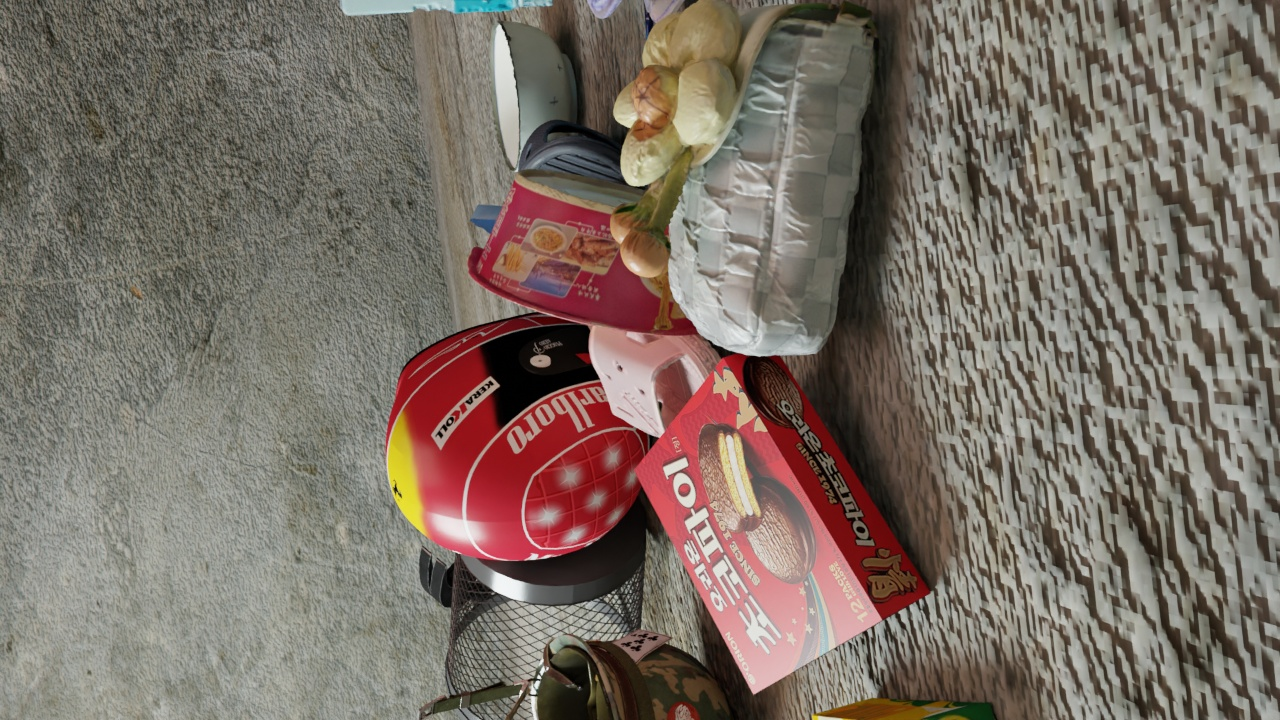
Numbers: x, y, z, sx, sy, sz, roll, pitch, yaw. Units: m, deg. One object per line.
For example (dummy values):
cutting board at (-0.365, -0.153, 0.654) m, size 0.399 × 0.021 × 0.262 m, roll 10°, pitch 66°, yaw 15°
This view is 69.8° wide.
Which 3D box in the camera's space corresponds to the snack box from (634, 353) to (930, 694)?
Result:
snack box at (0.069, 0.092, 0.518) m, size 0.152 × 0.035 × 0.133 m, roll 61°, pitch 145°, yaw 21°

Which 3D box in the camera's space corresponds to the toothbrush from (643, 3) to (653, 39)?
toothbrush at (0.014, -0.222, 0.685) m, size 0.016 × 0.017 × 0.189 m, roll -112°, pitch 16°, yaw -69°

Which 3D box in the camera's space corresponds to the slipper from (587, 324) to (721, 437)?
slipper at (-0.004, 0.004, 0.704) m, size 0.239 × 0.064 × 0.094 m, roll 42°, pitch 155°, yaw 52°

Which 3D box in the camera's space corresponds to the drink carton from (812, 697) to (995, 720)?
drink carton at (0.133, 0.204, 0.459) m, size 0.123 × 0.041 × 0.058 m, roll 124°, pitch 135°, yaw -68°

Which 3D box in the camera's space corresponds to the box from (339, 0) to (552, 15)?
box at (-0.117, -0.300, 0.702) m, size 0.117 × 0.226 × 0.097 m, roll 119°, pitch 140°, yaw -63°

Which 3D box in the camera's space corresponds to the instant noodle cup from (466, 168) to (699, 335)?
instant noodle cup at (-0.026, -0.083, 0.649) m, size 0.178 × 0.178 × 0.078 m, roll -131°, pitch 52°, yaw -62°

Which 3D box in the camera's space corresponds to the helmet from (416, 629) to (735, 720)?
helmet at (-0.036, 0.317, 0.731) m, size 0.192 × 0.236 × 0.225 m, roll -127°, pitch 21°, yaw -50°

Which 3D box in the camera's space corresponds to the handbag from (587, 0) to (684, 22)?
handbag at (0.005, -0.314, 0.584) m, size 0.127 × 0.069 × 0.158 m, roll -36°, pitch 64°, yaw 56°

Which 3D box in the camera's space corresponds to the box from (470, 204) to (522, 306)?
box at (-0.070, -0.095, 0.852) m, size 0.210 × 0.047 × 0.122 m, roll 14°, pitch 139°, yaw 46°

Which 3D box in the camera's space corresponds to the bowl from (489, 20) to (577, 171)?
bowl at (-0.112, -0.280, 0.972) m, size 0.153 × 0.072 × 0.153 m, roll 171°, pitch 90°, yaw -74°

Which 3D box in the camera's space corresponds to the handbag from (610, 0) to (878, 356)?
handbag at (0.045, -0.086, 0.457) m, size 0.112 × 0.123 × 0.172 m, roll -145°, pitch 54°, yaw -60°

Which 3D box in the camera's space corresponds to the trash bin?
trash bin at (-0.097, 0.251, 0.973) m, size 0.217 × 0.217 × 0.228 m, roll -120°, pitch 31°, yaw -52°

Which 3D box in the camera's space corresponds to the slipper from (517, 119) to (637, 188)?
slipper at (-0.067, -0.174, 0.857) m, size 0.264 × 0.101 × 0.082 m, roll 160°, pitch 125°, yaw -70°

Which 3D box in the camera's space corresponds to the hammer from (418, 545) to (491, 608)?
hammer at (-0.146, 0.143, 1.050) m, size 0.040 × 0.305 × 0.132 m, roll 30°, pitch 178°, yaw 28°

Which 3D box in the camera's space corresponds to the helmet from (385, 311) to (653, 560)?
helmet at (-0.096, 0.071, 0.849) m, size 0.225 × 0.270 × 0.198 m, roll 30°, pitch 132°, yaw 43°
